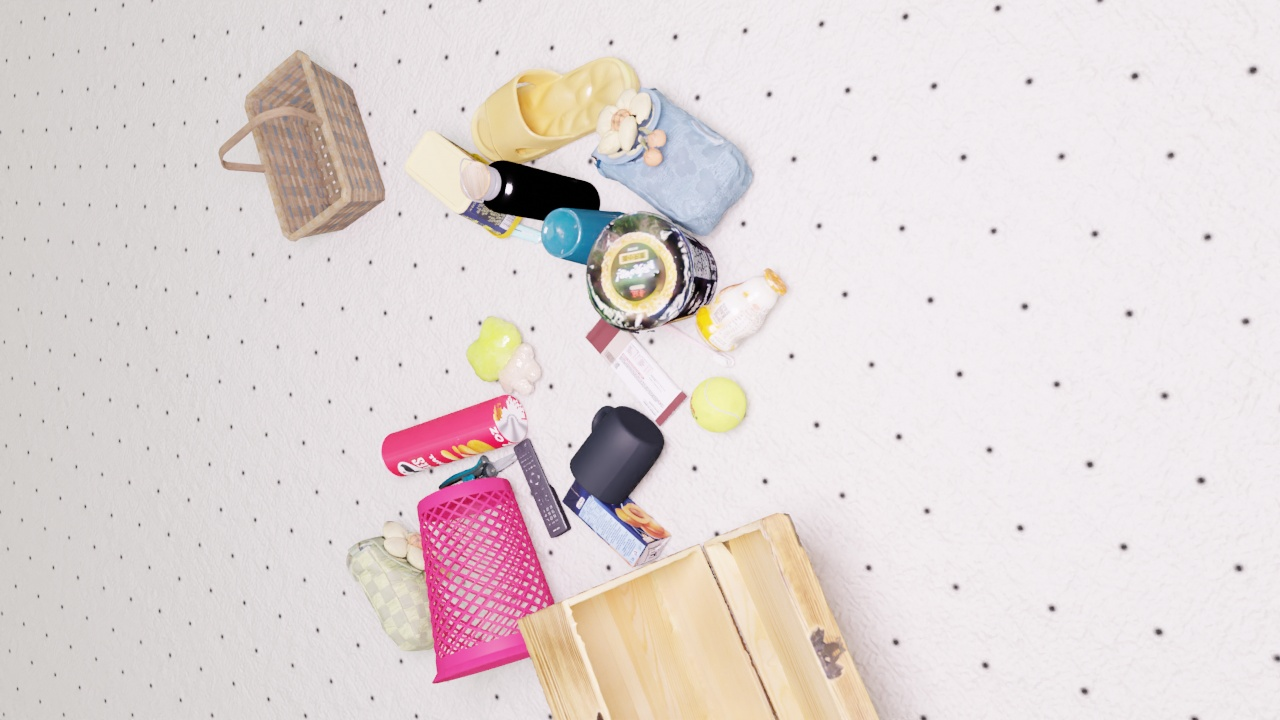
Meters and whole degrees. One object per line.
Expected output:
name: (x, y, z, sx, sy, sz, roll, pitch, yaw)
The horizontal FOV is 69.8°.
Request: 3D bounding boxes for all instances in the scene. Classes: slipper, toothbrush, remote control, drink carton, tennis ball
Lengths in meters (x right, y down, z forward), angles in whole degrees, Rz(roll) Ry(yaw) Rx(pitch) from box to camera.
slipper: (-0.126, -0.321, 1.178, 0.264, 0.078, 0.099, -10, 88, 30)
toothbrush: (0.038, -0.036, 1.122, 0.181, 0.018, 0.016, 31, 107, 27)
remote control: (-0.132, 0.170, 1.231, 0.032, 0.015, 0.136, -34, 72, 27)
drink carton: (-0.031, 0.196, 1.142, 0.130, 0.064, 0.040, 39, 109, 24)
tennis ball: (0.090, 0.051, 1.065, 0.065, 0.065, 0.065, 1, 92, 31)

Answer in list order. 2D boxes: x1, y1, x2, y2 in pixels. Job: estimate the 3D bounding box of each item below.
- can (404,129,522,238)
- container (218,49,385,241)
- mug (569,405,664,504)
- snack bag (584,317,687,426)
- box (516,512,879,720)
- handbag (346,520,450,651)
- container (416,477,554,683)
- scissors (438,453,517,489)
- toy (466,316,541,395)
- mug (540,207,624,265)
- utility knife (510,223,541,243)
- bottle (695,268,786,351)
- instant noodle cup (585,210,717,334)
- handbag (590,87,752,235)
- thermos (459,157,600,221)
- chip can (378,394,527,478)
can: (-0.230, -0.234, 1.215, 0.135, 0.104, 0.075, 39, 98, 26)
container: (-0.505, -0.312, 1.340, 0.158, 0.186, 0.250, -26, 78, 29)
mug: (-0.032, 0.103, 1.139, 0.095, 0.085, 0.121, -53, 38, 20)
snack bag: (-0.007, 0.007, 1.152, 0.158, 0.013, 0.057, 49, 116, 21)
box: (0.103, 0.325, 0.968, 0.316, 0.281, 0.279, -35, 74, 40)
handbag: (-0.326, 0.317, 1.306, 0.117, 0.113, 0.186, -35, 77, 13)
container: (-0.204, 0.280, 1.197, 0.184, 0.183, 0.225, -27, 70, 29)
scissors: (-0.233, 0.162, 1.290, 0.140, 0.019, 0.128, 18, 100, 27)
toy: (-0.182, -0.001, 1.239, 0.115, 0.046, 0.092, 39, 111, 17)
mug: (-0.063, -0.149, 1.118, 0.078, 0.121, 0.078, 1, 92, 31)
utility knife: (-0.142, -0.167, 1.230, 0.179, 0.015, 0.022, 21, 91, 26)
bottle: (0.116, -0.059, 1.048, 0.109, 0.063, 0.063, -39, 72, 25)
instant noodle cup: (0.024, -0.100, 1.074, 0.137, 0.112, 0.137, 1, 92, 30)
handbag: (0.027, -0.236, 1.060, 0.192, 0.118, 0.122, 43, 94, 26)
thermos: (-0.136, -0.201, 1.096, 0.061, 0.230, 0.061, 1, 92, 31)
chip can: (-0.262, 0.107, 1.276, 0.221, 0.069, 0.069, -18, 82, 30)
